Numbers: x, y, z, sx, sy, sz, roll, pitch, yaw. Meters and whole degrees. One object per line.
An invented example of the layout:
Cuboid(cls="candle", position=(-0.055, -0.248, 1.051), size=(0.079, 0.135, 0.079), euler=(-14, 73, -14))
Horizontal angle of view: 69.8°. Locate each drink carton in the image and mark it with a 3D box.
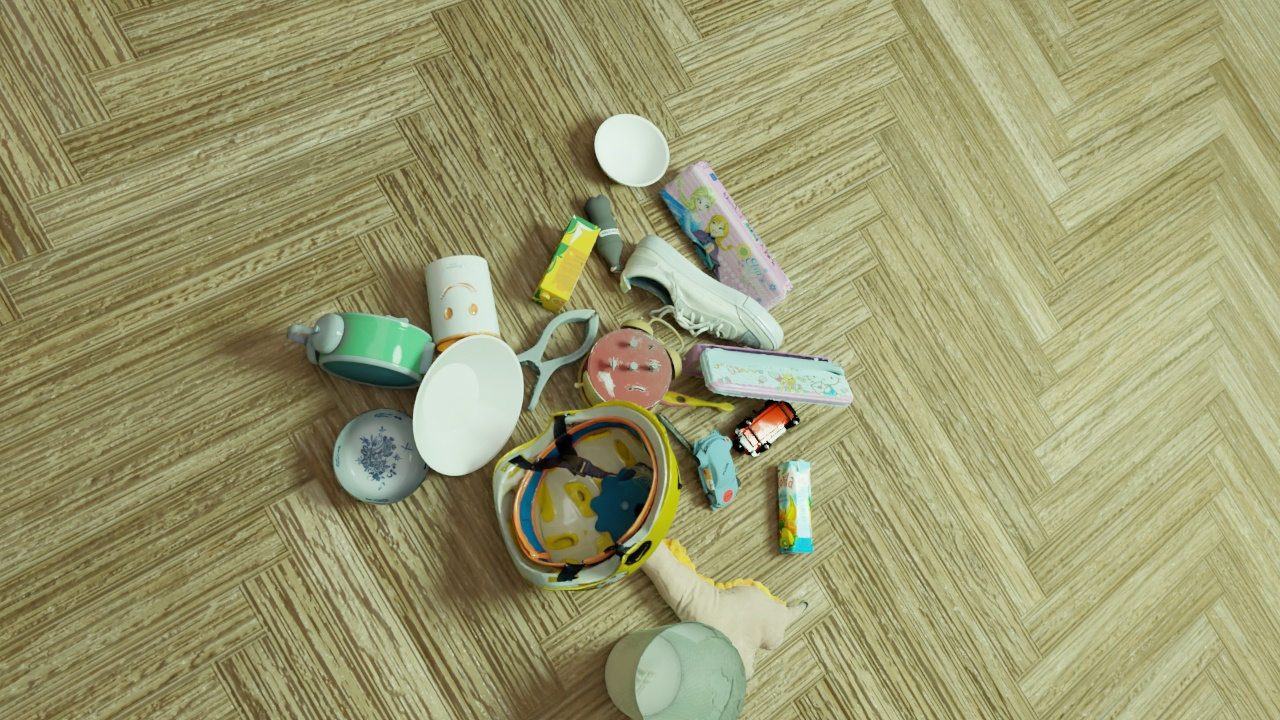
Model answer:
Cuboid(cls="drink carton", position=(-0.101, -0.125, 1.225), size=(0.041, 0.058, 0.122), euler=(27, 69, -11))
Cuboid(cls="drink carton", position=(0.213, 0.200, 1.260), size=(0.038, 0.044, 0.128), euler=(5, 76, -18))

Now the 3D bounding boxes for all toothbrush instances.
Cuboid(cls="toothbrush", position=(0.063, 0.055, 1.261), size=(0.135, 0.016, 0.021), euler=(11, 75, -12))

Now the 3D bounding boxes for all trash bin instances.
Cuboid(cls="trash bin", position=(0.030, 0.376, 1.085), size=(0.133, 0.162, 0.133), euler=(5, 74, -19))

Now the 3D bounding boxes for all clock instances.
Cuboid(cls="clock", position=(-0.007, 0.007, 1.203), size=(0.117, 0.081, 0.158), euler=(44, 69, 3))
Cuboid(cls="clock", position=(-0.330, -0.019, 1.078), size=(0.161, 0.122, 0.075), euler=(15, 73, -23))

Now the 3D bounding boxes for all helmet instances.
Cuboid(cls="helmet", position=(-0.044, 0.168, 1.100), size=(0.240, 0.139, 0.209), euler=(-35, 58, 8))

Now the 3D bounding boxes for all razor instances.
Cuboid(cls="razor", position=(0.059, 0.112, 1.242), size=(0.042, 0.026, 0.106), euler=(-42, 88, -22))

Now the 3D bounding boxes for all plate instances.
Cuboid(cls="plate", position=(-0.217, 0.050, 1.112), size=(0.173, 0.036, 0.174), euler=(-25, 123, -47))

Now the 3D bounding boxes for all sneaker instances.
Cuboid(cls="sneaker", position=(0.079, -0.069, 1.265), size=(0.242, 0.090, 0.090), euler=(34, 72, -2))

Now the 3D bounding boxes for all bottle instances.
Cuboid(cls="bottle", position=(-0.047, -0.174, 1.269), size=(0.036, 0.036, 0.110), euler=(-13, 81, -22))

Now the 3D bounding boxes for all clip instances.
Cuboid(cls="clip", position=(-0.110, -0.004, 1.207), size=(0.162, 0.027, 0.090), euler=(-34, 87, -23))

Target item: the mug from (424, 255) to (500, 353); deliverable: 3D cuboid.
Cuboid(cls="mug", position=(-0.225, -0.069, 1.155), size=(0.082, 0.082, 0.105), euler=(-6, 77, -21))

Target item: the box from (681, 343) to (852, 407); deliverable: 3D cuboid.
Cuboid(cls="box", position=(0.172, 0.016, 1.245), size=(0.214, 0.140, 0.062), euler=(6, 103, -18))

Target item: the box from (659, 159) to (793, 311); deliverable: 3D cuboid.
Cuboid(cls="box", position=(0.135, -0.178, 1.322), size=(0.230, 0.085, 0.090), euler=(55, 38, 1))

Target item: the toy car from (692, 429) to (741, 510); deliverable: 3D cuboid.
Cuboid(cls="toy car", position=(0.107, 0.149, 1.220), size=(0.060, 0.027, 0.108), euler=(-27, 112, -30))

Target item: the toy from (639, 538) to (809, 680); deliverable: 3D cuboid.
Cuboid(cls="toy", position=(0.082, 0.281, 1.191), size=(0.195, 0.065, 0.264), euler=(-35, 83, -33))

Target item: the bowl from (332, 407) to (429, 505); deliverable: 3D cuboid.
Cuboid(cls="bowl", position=(-0.310, 0.118, 1.095), size=(0.114, 0.045, 0.114), euler=(5, 75, -19))

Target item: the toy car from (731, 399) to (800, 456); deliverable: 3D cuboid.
Cuboid(cls="toy car", position=(0.170, 0.091, 1.270), size=(0.100, 0.049, 0.051), euler=(-36, 89, -24))

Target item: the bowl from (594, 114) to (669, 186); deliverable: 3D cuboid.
Cuboid(cls="bowl", position=(-0.018, -0.291, 1.307), size=(0.109, 0.041, 0.109), euler=(5, 75, -18))
